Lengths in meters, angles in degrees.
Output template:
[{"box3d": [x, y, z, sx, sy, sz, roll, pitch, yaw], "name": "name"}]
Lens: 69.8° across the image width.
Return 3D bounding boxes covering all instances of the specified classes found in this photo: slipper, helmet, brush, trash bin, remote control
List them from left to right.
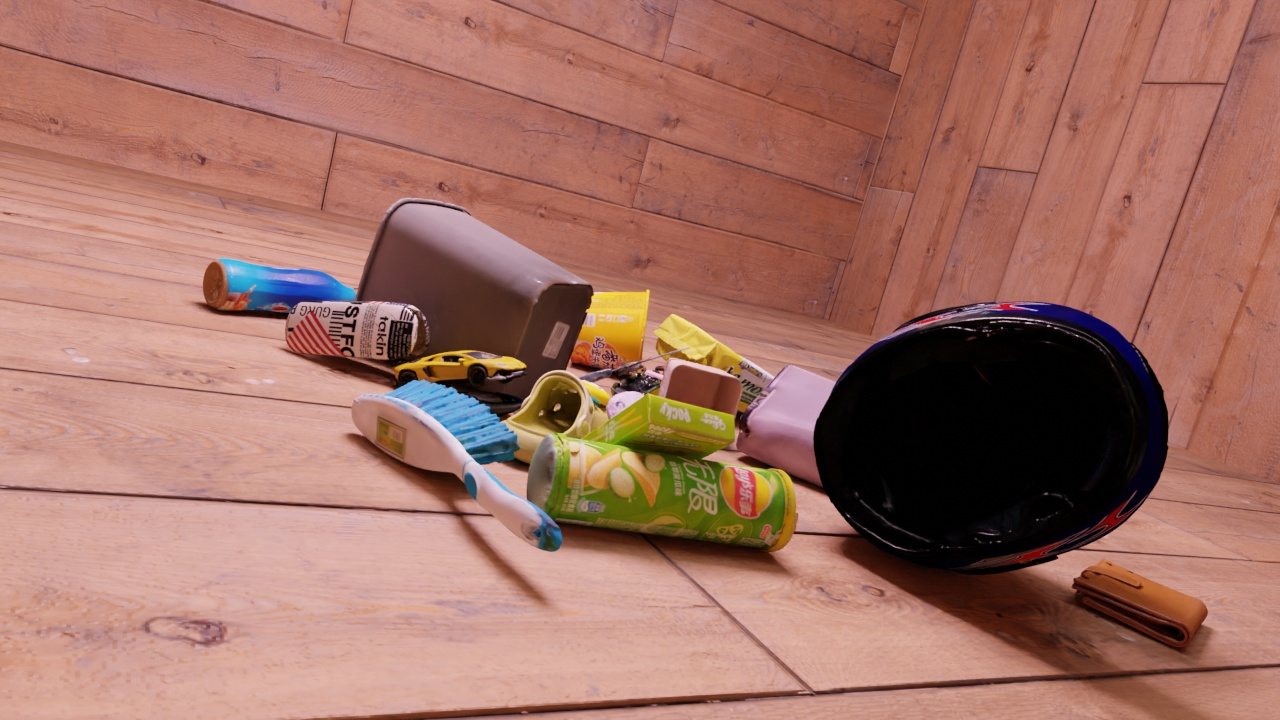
[{"box3d": [-0.179, 0.047, 0.958, 0.053, 0.024, 0.136, 15, 7, 39], "name": "remote control"}, {"box3d": [-0.135, 0.078, 0.728, 0.315, 0.060, 0.109, 18, 15, 39], "name": "brush"}, {"box3d": [-0.198, -0.067, 1.128, 0.220, 0.199, 0.198, 25, 12, 17], "name": "trash bin"}, {"box3d": [-0.072, 0.054, 0.918, 0.092, 0.082, 0.190, 21, 14, 21], "name": "slipper"}, {"box3d": [0.329, 0.066, 0.842, 0.239, 0.247, 0.316, -2, -13, -45], "name": "helmet"}]

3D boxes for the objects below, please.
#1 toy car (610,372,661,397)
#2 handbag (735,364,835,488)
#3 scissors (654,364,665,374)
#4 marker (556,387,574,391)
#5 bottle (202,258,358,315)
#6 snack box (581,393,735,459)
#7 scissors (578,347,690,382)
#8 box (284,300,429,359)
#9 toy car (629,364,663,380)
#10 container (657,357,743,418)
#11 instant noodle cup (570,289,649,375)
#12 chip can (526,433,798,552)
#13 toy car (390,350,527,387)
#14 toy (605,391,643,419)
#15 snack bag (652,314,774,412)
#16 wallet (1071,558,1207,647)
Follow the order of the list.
[{"box3d": [-0.003, 0.043, 1.236, 0.048, 0.032, 0.105, 19, 19, 23], "name": "toy car"}, {"box3d": [0.229, 0.096, 1.084, 0.197, 0.099, 0.144, 21, 27, 27], "name": "handbag"}, {"box3d": [0.127, 0.017, 1.448, 0.222, 0.015, 0.190, -5, -39, 12], "name": "scissors"}, {"box3d": [-0.111, 0.028, 1.200, 0.146, 0.017, 0.016, 21, 11, 30], "name": "marker"}, {"box3d": [-0.454, -0.090, 1.206, 0.065, 0.065, 0.218, 23, 12, 39], "name": "bottle"}, {"box3d": [0.004, 0.074, 0.795, 0.085, 0.026, 0.157, 14, -28, -26], "name": "snack box"}, {"box3d": [-0.013, 0.009, 1.206, 0.181, 0.014, 0.159, -16, -1, 13], "name": "scissors"}, {"box3d": [-0.315, -0.037, 1.041, 0.164, 0.075, 0.081, 1, -3, 17], "name": "box"}, {"box3d": [0.037, 0.036, 1.309, 0.122, 0.037, 0.056, 20, -3, 32], "name": "toy car"}, {"box3d": [0.068, 0.048, 1.151, 0.090, 0.090, 0.111, 14, 7, -6], "name": "container"}, {"box3d": [-0.047, -0.044, 1.399, 0.110, 0.138, 0.138, 6, 10, 0], "name": "instant noodle cup"}, {"box3d": [0.017, 0.109, 0.753, 0.221, 0.072, 0.072, 11, 10, -20], "name": "chip can"}, {"box3d": [-0.196, 0.010, 0.997, 0.156, 0.041, 0.071, -4, 2, 22], "name": "toy car"}, {"box3d": [-0.003, 0.077, 0.916, 0.083, 0.039, 0.108, 9, 52, -33], "name": "toy"}, {"box3d": [0.135, 0.026, 1.325, 0.246, 0.068, 0.158, 31, 4, -30], "name": "snack bag"}, {"box3d": [0.486, 0.233, 0.893, 0.108, 0.031, 0.131, 24, 12, 36], "name": "wallet"}]
